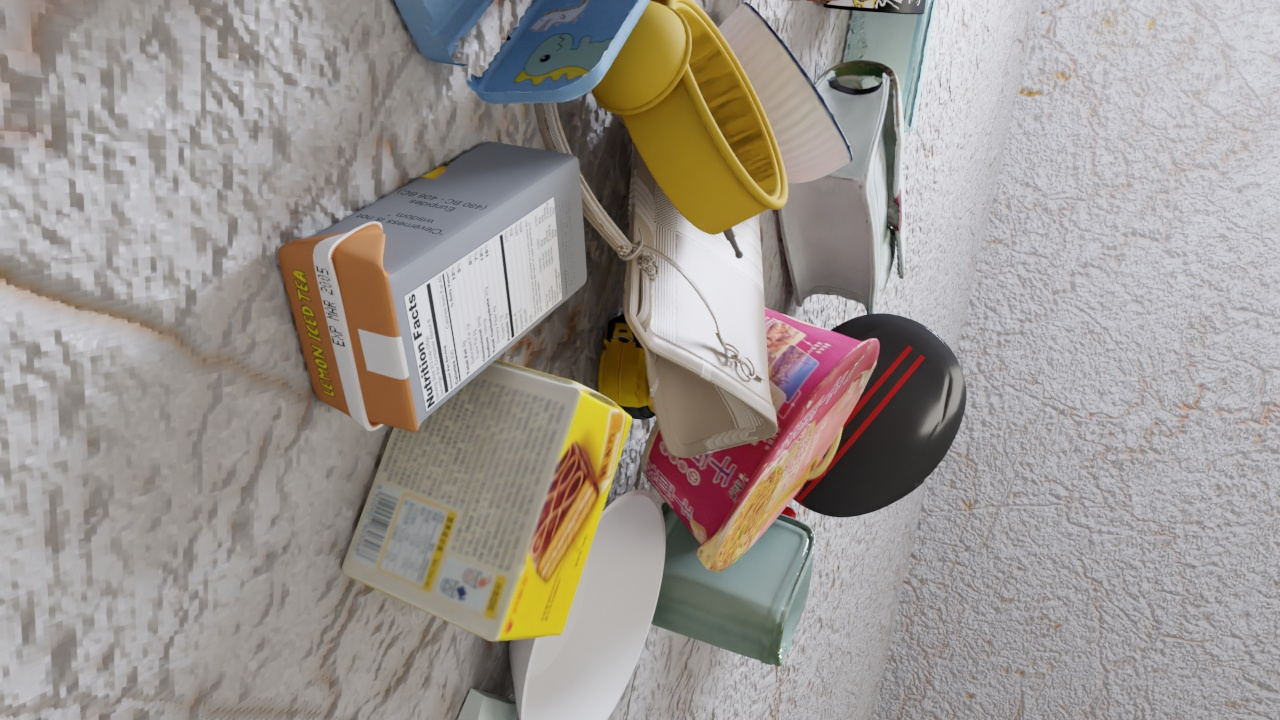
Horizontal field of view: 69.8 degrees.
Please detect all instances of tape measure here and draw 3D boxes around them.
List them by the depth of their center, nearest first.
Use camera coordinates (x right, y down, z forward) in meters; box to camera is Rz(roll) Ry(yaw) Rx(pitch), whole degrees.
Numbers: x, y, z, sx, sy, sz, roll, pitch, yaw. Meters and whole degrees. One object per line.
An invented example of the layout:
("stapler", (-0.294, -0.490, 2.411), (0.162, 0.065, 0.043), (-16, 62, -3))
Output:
("tape measure", (-0.003, 0.003, 0.554), (0.065, 0.037, 0.064), (-28, 126, -66))

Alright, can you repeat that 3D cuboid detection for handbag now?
("handbag", (0.003, -0.076, 0.474), (0.198, 0.062, 0.175), (48, 34, -44))
("handbag", (0.062, 0.165, 0.691), (0.105, 0.122, 0.067), (-53, 150, -46))
("handbag", (0.193, -0.147, 0.829), (0.141, 0.096, 0.199), (-64, 152, -26))

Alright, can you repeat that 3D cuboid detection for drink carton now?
("drink carton", (-0.074, -0.035, 0.363), (0.124, 0.048, 0.076), (-47, 143, -47))

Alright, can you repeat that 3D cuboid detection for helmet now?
("helmet", (0.206, 0.060, 0.877), (0.169, 0.164, 0.265), (-37, 163, -43))

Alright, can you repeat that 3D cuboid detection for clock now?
("clock", (0.021, -0.128, 0.445), (0.152, 0.052, 0.113), (50, 29, -31))

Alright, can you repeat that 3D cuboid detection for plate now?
("plate", (-0.039, 0.159, 0.566), (0.173, 0.036, 0.174), (-43, 141, -50))

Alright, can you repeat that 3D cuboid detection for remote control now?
("remote control", (-0.102, 0.256, 0.499), (0.143, 0.024, 0.049), (-67, 155, -18))

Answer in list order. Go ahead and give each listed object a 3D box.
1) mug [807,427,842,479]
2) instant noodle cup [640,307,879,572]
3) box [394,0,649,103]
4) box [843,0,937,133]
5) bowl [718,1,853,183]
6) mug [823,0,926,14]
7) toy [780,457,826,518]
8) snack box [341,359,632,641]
("mug", (0.095, 0.052, 0.705), (0.083, 0.114, 0.107), (60, 51, -70))
("instant noodle cup", (0.071, 0.041, 0.593), (0.178, 0.078, 0.179), (-45, 158, -24))
("box", (-0.020, -0.200, 0.368), (0.208, 0.078, 0.074), (-64, 149, -25))
("box", (0.235, -0.311, 0.843), (0.066, 0.083, 0.199), (-32, 132, -69))
("bowl", (0.074, -0.155, 0.576), (0.062, 0.118, 0.118), (-35, 158, 11))
("mug", (0.207, -0.340, 0.755), (0.117, 0.082, 0.098), (-23, 125, -47))
("toy", (0.087, 0.108, 0.807), (0.094, 0.088, 0.133), (7, 119, -35))
("snack box", (-0.064, 0.056, 0.397), (0.061, 0.084, 0.105), (32, 75, -64))
